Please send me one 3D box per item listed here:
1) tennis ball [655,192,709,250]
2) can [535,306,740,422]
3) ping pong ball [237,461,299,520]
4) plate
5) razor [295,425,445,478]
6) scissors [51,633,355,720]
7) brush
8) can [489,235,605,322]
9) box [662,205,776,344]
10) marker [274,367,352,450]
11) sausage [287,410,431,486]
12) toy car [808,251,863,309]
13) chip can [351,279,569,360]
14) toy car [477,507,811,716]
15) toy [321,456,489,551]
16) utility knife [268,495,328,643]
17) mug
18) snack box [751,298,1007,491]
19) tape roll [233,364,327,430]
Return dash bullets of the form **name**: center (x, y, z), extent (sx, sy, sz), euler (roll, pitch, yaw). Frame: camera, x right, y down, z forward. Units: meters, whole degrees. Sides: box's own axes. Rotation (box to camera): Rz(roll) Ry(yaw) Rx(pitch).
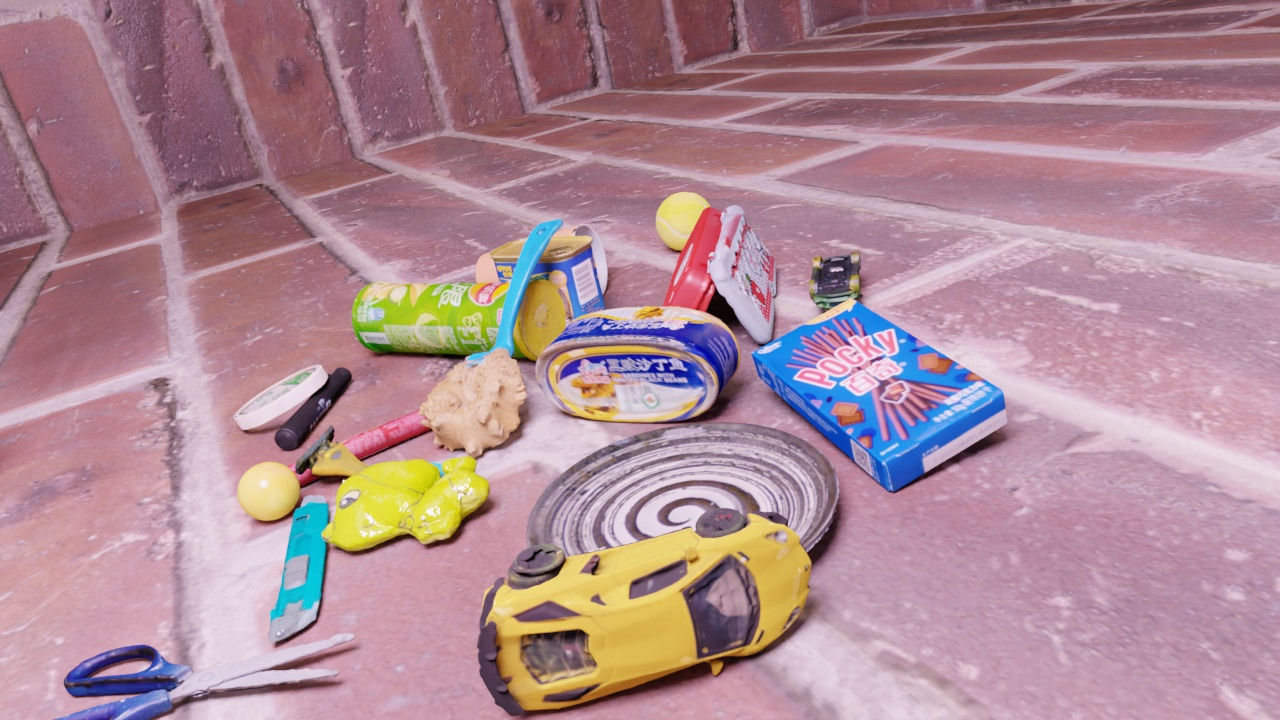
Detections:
- **tennis ball**: center (0.050, -0.156, 1.030), extent (0.065, 0.065, 0.065), euler (-10, 22, 4)
- **can**: center (-0.004, 0.004, 0.668), extent (0.148, 0.075, 0.049), euler (0, 29, 28)
- **ping pong ball**: center (-0.257, 0.090, 0.634), extent (0.040, 0.040, 0.040), euler (-10, 22, 4)
- **plate**: center (0.023, 0.087, 0.523), extent (0.179, 0.024, 0.179), euler (-10, 24, 4)
- **razor**: center (-0.178, 0.074, 0.645), extent (0.133, 0.028, 0.043), euler (4, 33, 22)
- **scissors**: center (-0.235, 0.171, 0.465), extent (0.171, 0.012, 0.140), euler (1, 27, 33)
- **brush**: center (-0.107, -0.029, 0.734), extent (0.083, 0.046, 0.254), euler (-9, 46, 28)
- **can**: center (-0.086, -0.070, 0.871), extent (0.102, 0.083, 0.057), euler (5, 28, 35)
- **box**: center (0.082, -0.071, 0.822), extent (0.098, 0.095, 0.201), euler (25, 27, -3)
- **marker**: center (-0.283, 0.039, 0.797), extent (0.022, 0.020, 0.131), euler (-1, 23, 3)
- **sausage**: center (-0.206, 0.062, 0.703), extent (0.155, 0.020, 0.020), euler (-24, 25, -27)
- **toy car**: center (0.170, -0.067, 0.795), extent (0.043, 0.036, 0.091), euler (-4, 23, 17)
- **chip can**: center (-0.175, -0.039, 0.860), extent (0.222, 0.073, 0.072), euler (3, 27, 31)
- **toy car**: center (0.004, 0.111, 0.410), extent (0.156, 0.071, 0.041), euler (-13, 21, -5)
- **toy**: center (-0.150, 0.090, 0.589), extent (0.100, 0.031, 0.096), euler (14, 44, 32)
- **utility knife**: center (-0.211, 0.122, 0.572), extent (0.029, 0.013, 0.164), euler (-13, 22, -11)
- **mug**: center (-0.105, -0.094, 0.955), extent (0.123, 0.078, 0.078), euler (-7, 23, 23)
- **snack box**: center (0.145, 0.015, 0.583), extent (0.084, 0.026, 0.157), euler (-29, 32, -10)
- **tape roll**: center (-0.318, 0.032, 0.812), extent (0.086, 0.014, 0.085), euler (-26, 18, 9)
